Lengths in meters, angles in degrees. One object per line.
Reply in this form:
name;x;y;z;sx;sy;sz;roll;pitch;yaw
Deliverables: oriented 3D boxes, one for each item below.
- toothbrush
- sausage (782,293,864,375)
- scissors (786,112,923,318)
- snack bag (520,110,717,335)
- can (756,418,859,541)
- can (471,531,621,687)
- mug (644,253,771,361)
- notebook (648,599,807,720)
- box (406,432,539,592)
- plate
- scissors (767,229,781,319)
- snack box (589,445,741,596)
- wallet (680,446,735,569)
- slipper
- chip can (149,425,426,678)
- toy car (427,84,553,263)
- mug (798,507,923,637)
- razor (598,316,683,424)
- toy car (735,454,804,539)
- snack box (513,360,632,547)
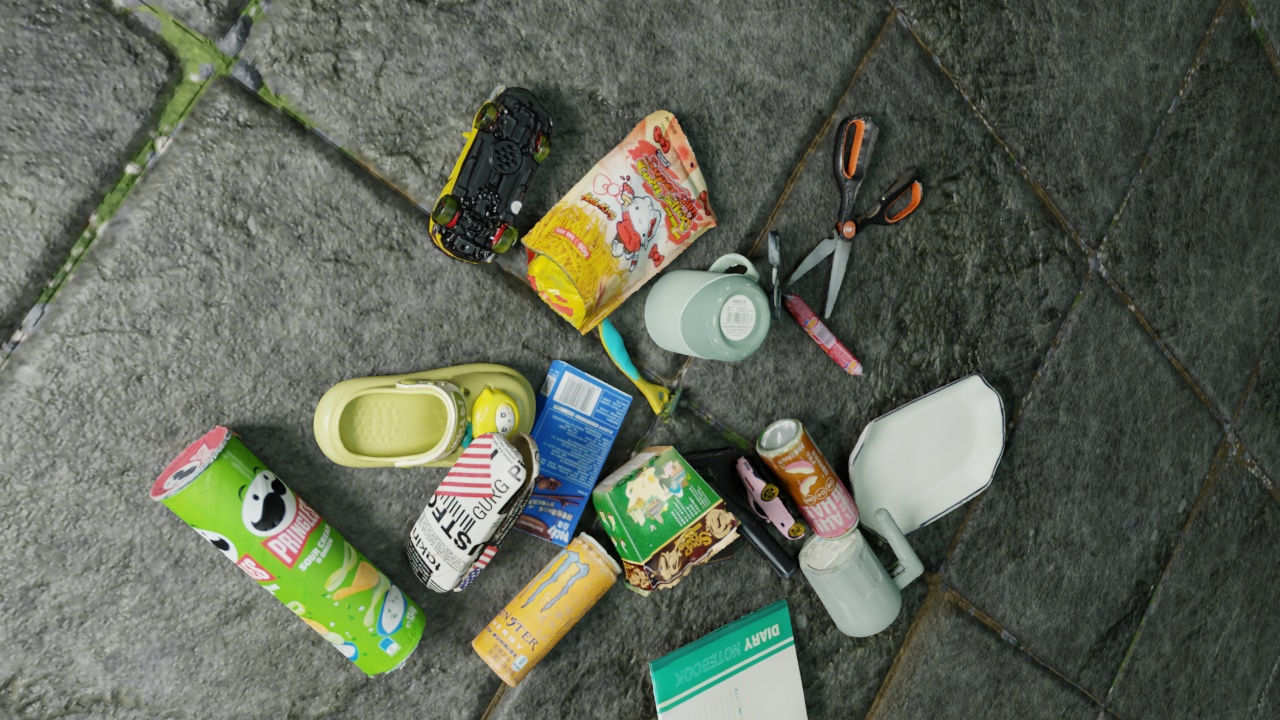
toothbrush;0.111;0.170;0.966;0.212;0.027;0.026;51;44;-38
sausage;0.203;-0.026;1.016;0.156;0.020;0.020;42;76;-29
scissors;0.243;-0.161;1.017;0.223;0.022;0.221;-10;102;-31
snack bag;-0.013;-0.127;0.850;0.207;0.073;0.128;-45;117;-26
can;0.185;0.131;1.007;0.057;0.058;0.147;-46;118;-18
can;-0.087;0.231;0.857;0.145;0.058;0.058;-44;117;-18
mug;0.074;-0.055;0.881;0.082;0.106;0.111;41;76;-29
notebook;0.099;0.359;0.981;0.208;0.012;0.150;-11;91;-41
box;-0.130;0.130;0.777;0.079;0.074;0.164;0;130;-56
plate;0.345;0.114;1.117;0.265;0.034;0.162;-22;109;-27
scissors;0.133;-0.077;0.903;0.172;0.014;0.159;77;13;-56
snack box;0.016;0.144;0.876;0.118;0.118;0.105;-33;93;-17
wallet;0.057;0.155;0.958;0.096;0.020;0.122;-5;98;-31
slipper;-0.170;0.054;0.766;0.190;0.082;0.092;-3;102;-29
chip can;-0.269;0.156;0.726;0.072;0.072;0.236;-46;118;-17
toy car;-0.125;-0.156;0.780;0.071;0.041;0.156;24;87;-32
mug;0.253;0.237;1.047;0.124;0.083;0.103;-37;114;-5
razor;-0.005;0.005;0.888;0.132;0.028;0.043;51;48;-31
toy car;0.136;0.149;0.977;0.037;0.056;0.122;-33;126;7
snack box;-0.075;0.088;0.859;0.084;0.026;0.157;28;83;-31
